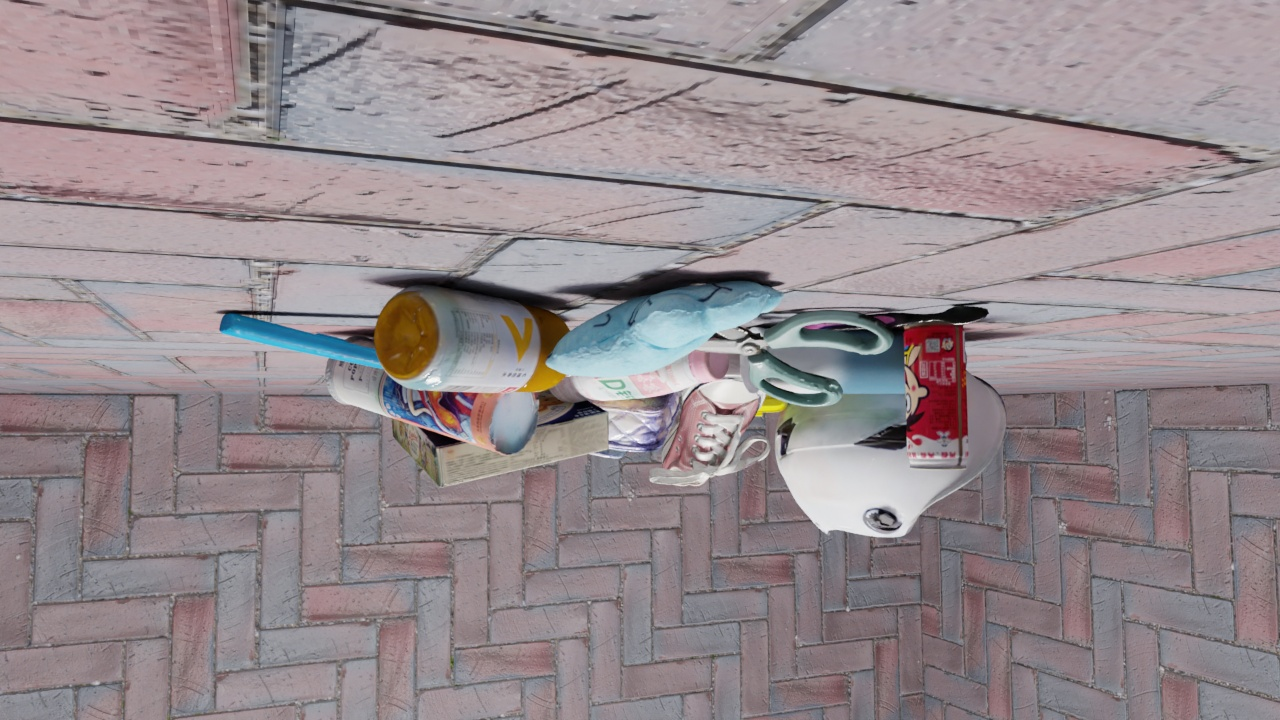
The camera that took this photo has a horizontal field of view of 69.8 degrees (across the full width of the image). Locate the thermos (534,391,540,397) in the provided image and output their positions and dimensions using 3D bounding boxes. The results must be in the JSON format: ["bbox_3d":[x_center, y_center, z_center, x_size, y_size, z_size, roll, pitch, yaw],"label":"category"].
[{"bbox_3d":[-0.200,0.006,0.973,0.199,0.067,0.087,-2,-156,20],"label":"thermos"}]

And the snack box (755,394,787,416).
[{"bbox_3d":[0.117,0.019,1.046,0.091,0.082,0.080,3,-175,-13],"label":"snack box"}]

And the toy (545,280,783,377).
[{"bbox_3d":[0.013,-0.021,0.620,0.161,0.050,0.156,-14,173,-5],"label":"toy"}]

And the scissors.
[{"bbox_3d":[0.131,-0.013,0.765,0.174,0.019,0.177,28,142,-28],"label":"scissors"}]

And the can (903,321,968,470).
[{"bbox_3d":[0.269,0.032,0.834,0.053,0.132,0.053,-1,177,0],"label":"can"}]

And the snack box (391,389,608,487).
[{"bbox_3d":[-0.152,0.068,0.966,0.177,0.046,0.183,-11,-162,-27],"label":"snack box"}]

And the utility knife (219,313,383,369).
[{"bbox_3d":[-0.241,-0.007,0.764,0.204,0.018,0.034,15,168,-21],"label":"utility knife"}]

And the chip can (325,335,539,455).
[{"bbox_3d":[-0.199,0.031,0.868,0.215,0.071,0.071,14,-176,30],"label":"chip can"}]

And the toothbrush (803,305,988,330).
[{"bbox_3d":[0.195,-0.033,0.761,0.190,0.014,0.017,-3,-172,43],"label":"toothbrush"}]

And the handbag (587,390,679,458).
[{"bbox_3d":[-0.024,0.056,1.141,0.134,0.076,0.193,8,-163,10],"label":"handbag"}]

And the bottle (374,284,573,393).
[{"bbox_3d":[-0.101,-0.011,0.650,0.068,0.068,0.189,-2,176,29],"label":"bottle"}]

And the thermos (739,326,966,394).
[{"bbox_3d":[0.208,0.000,0.885,0.220,0.070,0.070,0,176,-16],"label":"thermos"}]

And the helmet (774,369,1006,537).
[{"bbox_3d":[0.251,0.067,1.020,0.146,0.228,0.259,41,147,-19],"label":"helmet"}]

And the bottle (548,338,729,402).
[{"bbox_3d":[-0.005,0.005,0.895,0.197,0.068,0.068,-4,175,39],"label":"bottle"}]

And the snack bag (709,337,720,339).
[{"bbox_3d":[0.030,-0.012,0.938,0.104,0.026,0.048,-4,172,42],"label":"snack bag"}]

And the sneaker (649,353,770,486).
[{"bbox_3d":[0.075,0.083,0.975,0.118,0.087,0.242,8,143,-11],"label":"sneaker"}]
